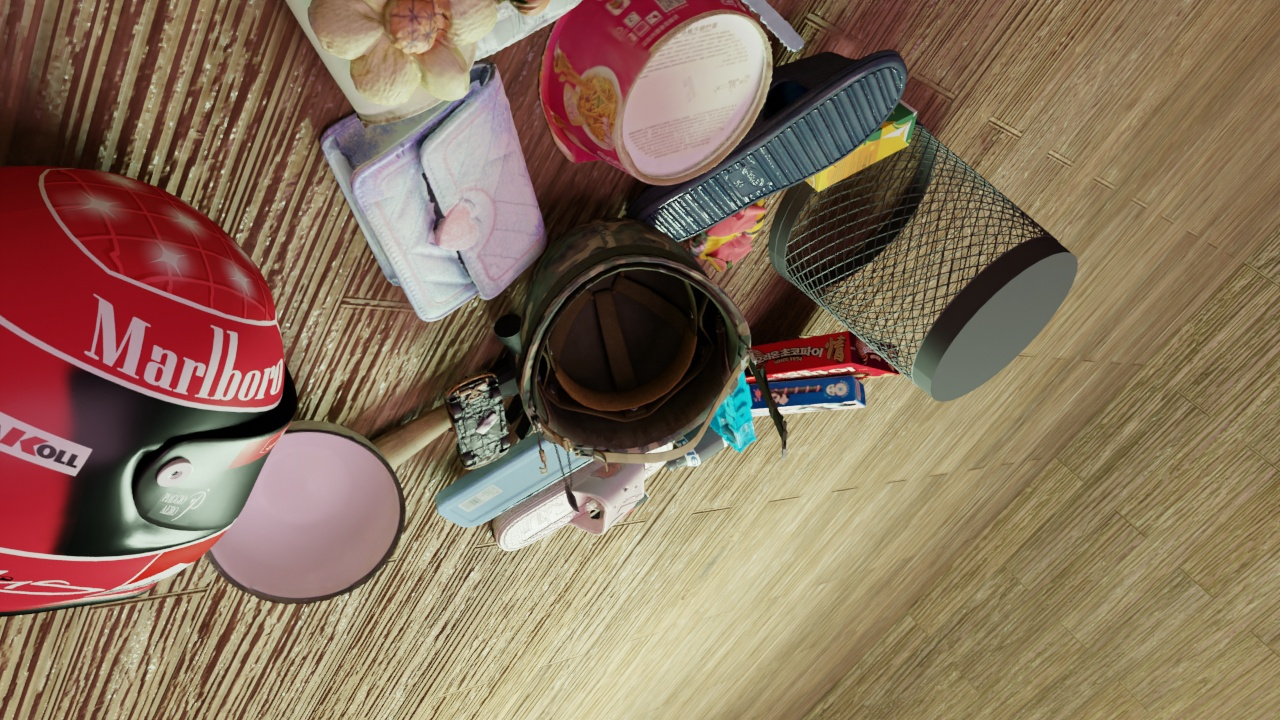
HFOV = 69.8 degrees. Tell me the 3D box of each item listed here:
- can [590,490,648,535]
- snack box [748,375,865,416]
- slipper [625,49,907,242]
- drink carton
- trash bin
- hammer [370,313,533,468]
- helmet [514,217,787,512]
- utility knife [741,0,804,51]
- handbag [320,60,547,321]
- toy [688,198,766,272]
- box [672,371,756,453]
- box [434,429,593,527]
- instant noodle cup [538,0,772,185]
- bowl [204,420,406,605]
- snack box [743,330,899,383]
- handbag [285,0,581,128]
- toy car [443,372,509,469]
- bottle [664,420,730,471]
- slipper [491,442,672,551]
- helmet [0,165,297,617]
[{"bbox_3d":[-0.029,0.185,1.160,0.080,0.031,0.031,-37,149,-5],"label":"can"},{"bbox_3d":[0.191,0.045,1.122,0.154,0.033,0.088,-6,170,20],"label":"snack box"},{"bbox_3d":[0.097,-0.193,0.787,0.264,0.082,0.101,-29,153,20],"label":"slipper"},{"bbox_3d":[0.194,-0.212,0.872,0.122,0.058,0.041,-28,147,-19],"label":"drink carton"},{"bbox_3d":[0.290,-0.103,0.949,0.217,0.227,0.218,-27,146,-20],"label":"trash bin"},{"bbox_3d":[-0.219,0.081,0.829,0.305,0.040,0.132,-32,145,-11],"label":"hammer"},{"bbox_3d":[-0.005,0.003,0.754,0.192,0.236,0.225,-15,124,-7],"label":"helmet"},{"bbox_3d":[0.039,-0.273,0.598,0.227,0.019,0.030,32,67,-39],"label":"utility knife"},{"bbox_3d":[-0.133,-0.114,0.645,0.126,0.069,0.159,-33,145,-15],"label":"handbag"},{"bbox_3d":[0.083,-0.127,0.880,0.103,0.046,0.084,-38,135,-12],"label":"toy"},{"bbox_3d":[0.047,0.043,0.999,0.117,0.097,0.227,-39,149,-12],"label":"box"},{"bbox_3d":[-0.095,0.105,0.914,0.210,0.047,0.122,-31,164,12],"label":"box"},{"bbox_3d":[0.021,-0.207,0.678,0.178,0.077,0.179,-27,146,-20],"label":"instant noodle cup"},{"bbox_3d":[-0.272,0.114,0.746,0.153,0.073,0.153,-7,112,-18],"label":"bowl"},{"bbox_3d":[0.207,0.002,1.089,0.152,0.035,0.132,-10,168,37],"label":"snack box"},{"bbox_3d":[-0.101,-0.212,0.501,0.171,0.123,0.112,-35,133,-10],"label":"handbag"},{"bbox_3d":[-0.144,0.044,0.789,0.047,0.047,0.112,-21,139,-20],"label":"toy car"},{"bbox_3d":[0.077,0.102,1.155,0.112,0.047,0.047,-31,148,-14],"label":"bottle"},{"bbox_3d":[-0.057,0.165,1.077,0.239,0.064,0.094,-26,146,-19],"label":"slipper"},{"bbox_3d":[-0.304,0.010,0.496,0.225,0.197,0.270,-45,157,8],"label":"helmet"}]
